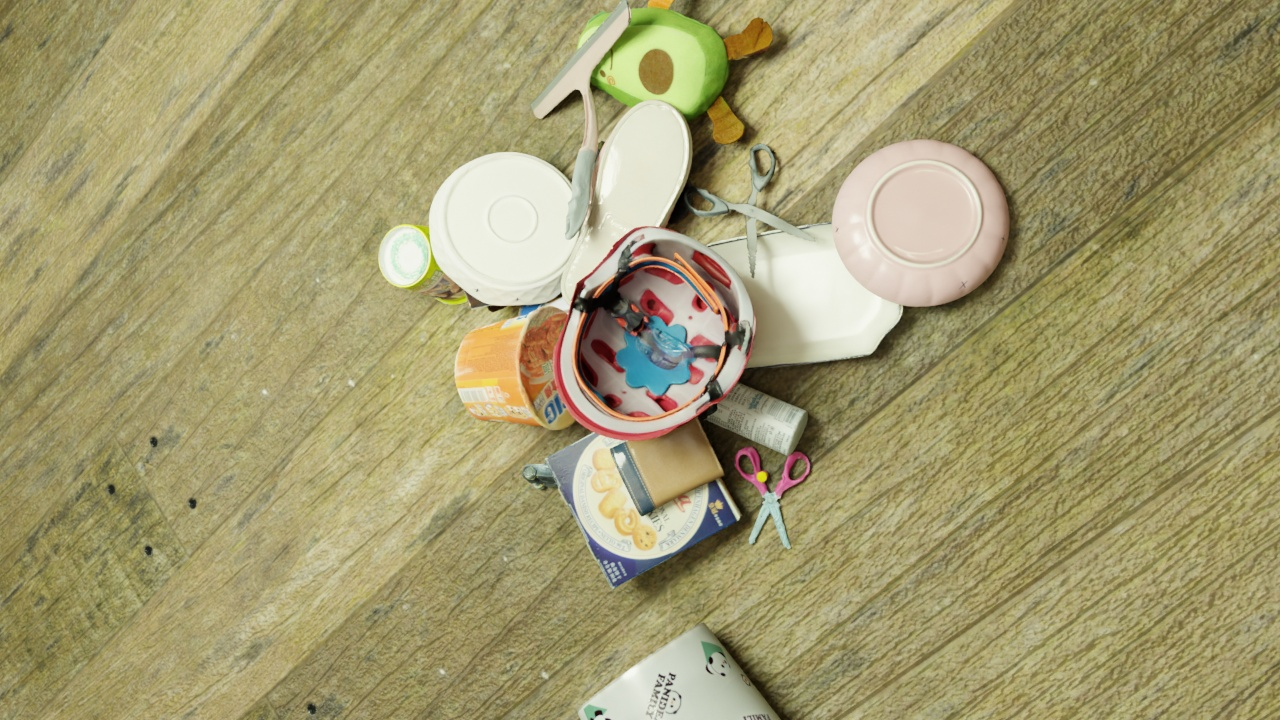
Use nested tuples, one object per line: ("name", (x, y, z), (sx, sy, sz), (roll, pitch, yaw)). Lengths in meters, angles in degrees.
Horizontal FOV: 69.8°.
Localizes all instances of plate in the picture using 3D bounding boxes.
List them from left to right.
("plate", (-0.163, -0.171, 1.155), (0.204, 0.046, 0.204), (2, 79, -10))
("plate", (0.176, -0.074, 1.092), (0.266, 0.034, 0.162), (-8, 87, 21))
("plate", (0.310, -0.157, 1.013), (0.192, 0.039, 0.192), (-1, 82, 9))

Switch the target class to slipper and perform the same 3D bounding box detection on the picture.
("slipper", (-0.017, -0.180, 1.114), (0.114, 0.054, 0.274), (23, 100, 6))

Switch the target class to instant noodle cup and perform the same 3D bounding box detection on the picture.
("instant noodle cup", (-0.279, -0.133, 1.217), (0.112, 0.123, 0.111), (0, 90, 21))
("instant noodle cup", (-0.149, 0.013, 1.133), (0.112, 0.151, 0.151), (-5, 89, 30))

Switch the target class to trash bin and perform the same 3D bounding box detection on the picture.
("trash bin", (0.071, 0.457, 1.047), (0.230, 0.229, 0.252), (-41, 71, 16))

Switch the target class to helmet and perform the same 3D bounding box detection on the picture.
("helmet", (0.017, -0.015, 1.047), (0.207, 0.144, 0.240), (38, 86, 12))

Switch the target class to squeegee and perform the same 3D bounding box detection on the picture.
("squeegee", (-0.070, -0.255, 1.099), (0.248, 0.040, 0.249), (-25, 59, 54))

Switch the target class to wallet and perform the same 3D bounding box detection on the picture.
("wallet", (0.031, 0.122, 1.094), (0.115, 0.033, 0.090), (-27, 83, 3))

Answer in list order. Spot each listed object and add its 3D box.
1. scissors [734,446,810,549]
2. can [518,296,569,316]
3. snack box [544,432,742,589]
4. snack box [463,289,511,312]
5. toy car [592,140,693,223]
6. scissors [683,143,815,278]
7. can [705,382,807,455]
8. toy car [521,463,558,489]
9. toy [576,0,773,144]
("scissors", (0.166, 0.163, 1.110), (0.118, 0.017, 0.133), (-21, 88, 16))
("can", (-0.086, -0.058, 1.182), (0.135, 0.053, 0.053), (-7, 88, 21))
("snack box", (0.002, 0.157, 1.133), (0.182, 0.046, 0.178), (-30, 80, 4))
("snack box", (-0.176, -0.131, 1.191), (0.125, 0.053, 0.113), (-19, 83, -7))
("toy car", (-0.008, -0.222, 1.155), (0.158, 0.042, 0.070), (24, 102, 8))
("scissors", (0.134, -0.181, 1.092), (0.178, 0.014, 0.159), (27, 83, 24))
("can", (0.124, 0.060, 1.101), (0.147, 0.058, 0.058), (23, 98, 19))
("toy car", (-0.111, 0.150, 1.202), (0.091, 0.043, 0.034), (0, 63, 18))
("toy", (0.028, -0.359, 1.114), (0.247, 0.089, 0.227), (19, 110, 20))
